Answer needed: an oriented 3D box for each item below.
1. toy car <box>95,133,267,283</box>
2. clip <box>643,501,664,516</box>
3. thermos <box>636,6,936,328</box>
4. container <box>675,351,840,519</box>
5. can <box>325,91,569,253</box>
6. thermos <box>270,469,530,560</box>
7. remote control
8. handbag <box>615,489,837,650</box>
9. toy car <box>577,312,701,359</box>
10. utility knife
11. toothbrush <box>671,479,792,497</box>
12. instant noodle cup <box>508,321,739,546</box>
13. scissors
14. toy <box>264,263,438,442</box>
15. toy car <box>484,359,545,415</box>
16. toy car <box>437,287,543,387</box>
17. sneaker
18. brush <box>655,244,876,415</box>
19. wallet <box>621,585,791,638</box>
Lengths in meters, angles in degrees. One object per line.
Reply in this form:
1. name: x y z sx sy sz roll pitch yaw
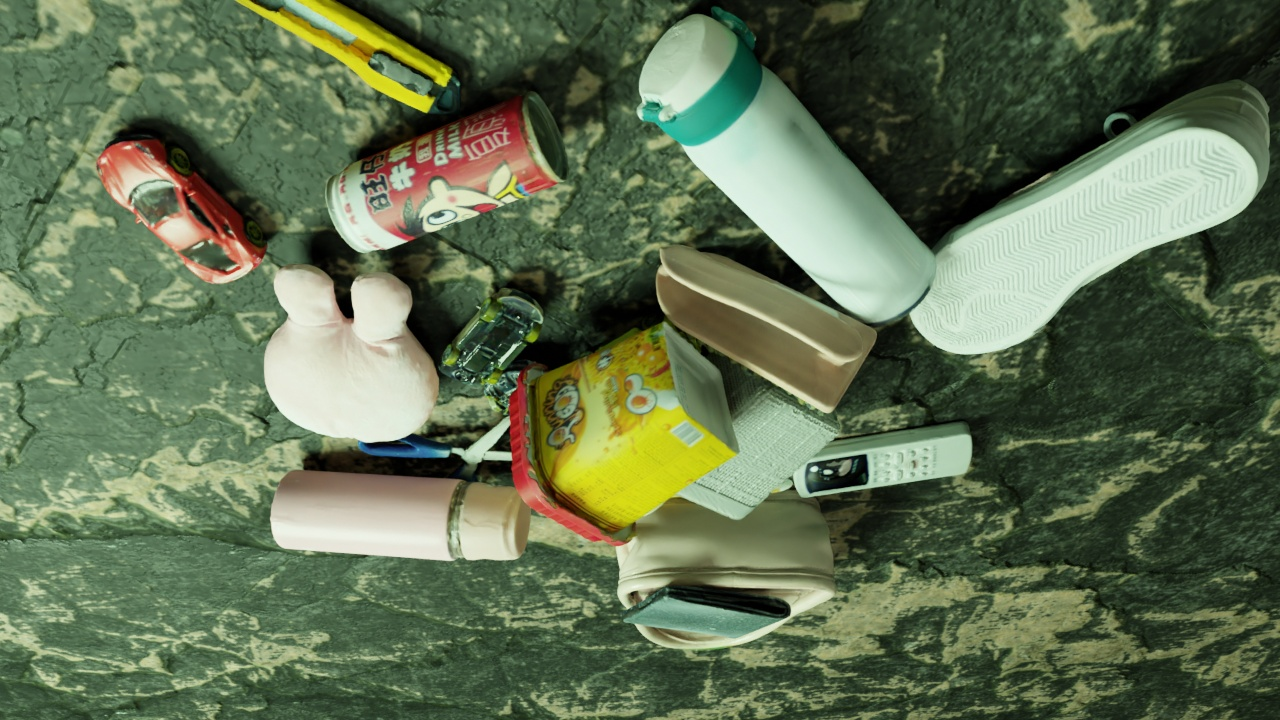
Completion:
1. toy car: -0.279 -0.090 0.556 0.049 0.031 0.106 -20 132 16
2. clip: 0.020 0.110 0.760 0.104 0.083 0.035 6 137 6
3. thermos: 0.090 -0.107 0.537 0.073 0.073 0.224 -33 129 27
4. container: 0.076 0.043 0.678 0.090 0.090 0.115 26 127 -28
5. can: -0.112 -0.106 0.531 0.133 0.053 0.053 -18 135 14
6. thermos: -0.190 0.127 0.754 0.199 0.067 0.087 2 175 5
7. remote control: 0.204 0.086 0.780 0.150 0.021 0.058 -10 136 6
8. handbag: 0.068 0.217 0.872 0.193 0.093 0.235 2 141 -4
9. toy car: -0.004 0.004 0.672 0.105 0.032 0.048 -28 132 26
10. utility knife: -0.162 -0.172 0.485 0.153 0.015 0.033 25 127 -27
11. toothbrush: 0.037 0.109 0.799 0.191 0.016 0.018 -3 128 0
12. instant noodle cup: -0.009 0.045 0.616 0.124 0.116 0.116 -30 135 22
13. scissors: -0.146 0.079 0.738 0.175 0.012 0.163 12 143 -4
14. toy: -0.200 -0.003 0.635 0.121 0.054 0.160 8 134 -9
15. toy car: -0.073 0.034 0.699 0.049 0.031 0.105 -23 136 24
16. toy car: -0.104 -0.018 0.639 0.042 0.035 0.091 26 129 -30
17. sneaker: 0.265 -0.087 0.569 0.089 0.090 0.243 43 145 -4
18. brush: 0.074 -0.028 0.590 0.146 0.063 0.073 30 163 16
19. wallet: 0.055 0.221 0.797 0.120 0.019 0.097 14 147 -19
